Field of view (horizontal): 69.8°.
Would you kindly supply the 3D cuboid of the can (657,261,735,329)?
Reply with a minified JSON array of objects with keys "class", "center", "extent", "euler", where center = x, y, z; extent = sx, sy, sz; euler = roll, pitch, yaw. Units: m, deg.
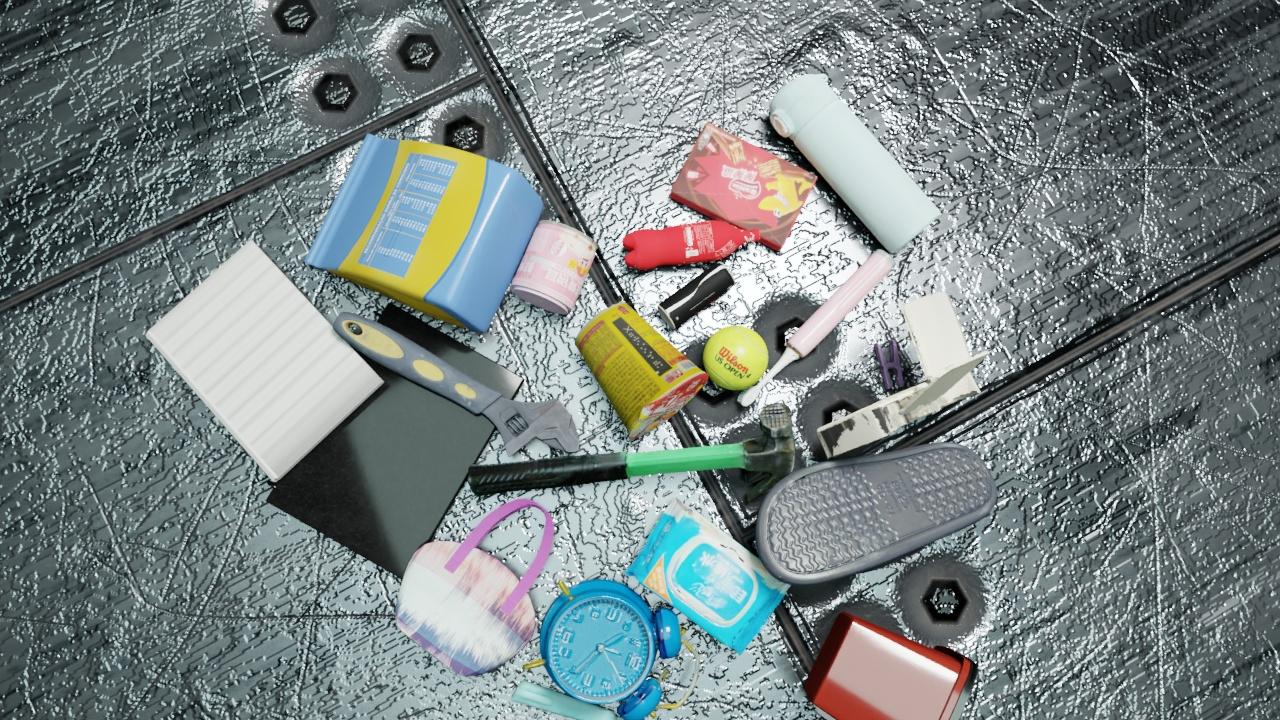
[{"class":"can","center":[0.058,-0.068,0.950],"extent":[0.080,0.031,0.031],"euler":[-36,85,-7]}]

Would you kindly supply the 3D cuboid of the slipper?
[{"class":"slipper","center":[0.224,0.152,0.908],"extent":[0.267,0.083,0.110],"euler":[-13,64,-20]}]

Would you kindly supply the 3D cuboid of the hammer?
[{"class":"hammer","center":[-0.011,0.103,0.895],"extent":[0.319,0.130,0.032],"euler":[-6,53,7]}]

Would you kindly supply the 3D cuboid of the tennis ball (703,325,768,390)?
[{"class":"tennis ball","center":[0.096,-0.003,0.925],"extent":[0.065,0.065,0.065],"euler":[0,82,-2]}]

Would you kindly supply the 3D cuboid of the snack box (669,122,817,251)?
[{"class":"snack box","center":[0.109,-0.184,0.974],"extent":[0.133,0.021,0.089],"euler":[26,82,2]}]

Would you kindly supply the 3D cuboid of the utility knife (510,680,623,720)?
[{"class":"utility knife","center":[-0.048,0.345,0.894],"extent":[0.158,0.015,0.022],"euler":[17,82,3]}]

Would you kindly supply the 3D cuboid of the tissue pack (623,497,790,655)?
[{"class":"tissue pack","center":[0.068,0.211,0.895],"extent":[0.144,0.062,0.092],"euler":[35,81,3]}]

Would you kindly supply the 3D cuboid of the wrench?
[{"class":"wrench","center":[-0.183,0.025,0.915],"extent":[0.273,0.022,0.073],"euler":[29,83,-1]}]

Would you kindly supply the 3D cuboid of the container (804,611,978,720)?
[{"class":"container","center":[0.261,0.324,0.844],"extent":[0.201,0.148,0.127],"euler":[27,82,11]}]

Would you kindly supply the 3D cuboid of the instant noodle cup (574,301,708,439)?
[{"class":"instant noodle cup","center":[-0.005,0.005,0.913],"extent":[0.100,0.100,0.112],"euler":[-38,74,-7]}]

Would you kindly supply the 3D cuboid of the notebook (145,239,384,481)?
[{"class":"notebook","center":[-0.379,-0.002,0.923],"extent":[0.142,0.009,0.210],"euler":[-44,80,-6]}]

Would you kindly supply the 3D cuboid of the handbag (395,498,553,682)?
[{"class":"handbag","center":[-0.148,0.212,0.892],"extent":[0.144,0.068,0.169],"euler":[36,75,4]}]

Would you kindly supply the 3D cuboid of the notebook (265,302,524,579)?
[{"class":"notebook","center":[-0.248,0.077,0.925],"extent":[0.169,0.019,0.231],"euler":[29,82,1]}]

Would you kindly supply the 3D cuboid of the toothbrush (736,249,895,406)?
[{"class":"toothbrush","center":[0.181,-0.032,0.953],"extent":[0.222,0.026,0.027],"euler":[-44,114,-7]}]

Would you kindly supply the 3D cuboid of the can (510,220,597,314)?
[{"class":"can","center":[-0.087,-0.093,0.931],"extent":[0.067,0.067,0.076],"euler":[22,81,1]}]

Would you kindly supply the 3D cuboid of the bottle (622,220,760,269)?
[{"class":"bottle","center":[0.053,-0.121,0.950],"extent":[0.141,0.042,0.042],"euler":[-7,82,0]}]

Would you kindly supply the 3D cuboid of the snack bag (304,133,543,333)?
[{"class":"snack bag","center":[-0.225,-0.136,0.924],"extent":[0.205,0.102,0.159],"euler":[20,81,18]}]

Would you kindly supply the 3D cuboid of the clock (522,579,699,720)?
[{"class":"clock","center":[-0.022,0.278,0.883],"extent":[0.161,0.060,0.116],"euler":[20,81,0]}]

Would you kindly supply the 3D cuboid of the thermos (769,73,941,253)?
[{"class":"thermos","center":[0.220,-0.209,0.960],"extent":[0.077,0.065,0.207],"euler":[-39,85,-14]}]

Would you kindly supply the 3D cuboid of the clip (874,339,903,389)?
[{"class":"clip","center":[0.259,0.005,0.958],"extent":[0.036,0.013,0.052],"euler":[-8,85,-2]}]

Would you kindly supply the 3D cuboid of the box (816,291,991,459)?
[{"class":"box","center":[0.252,0.010,0.864],"extent":[0.144,0.187,0.101],"euler":[-18,65,-34]}]
